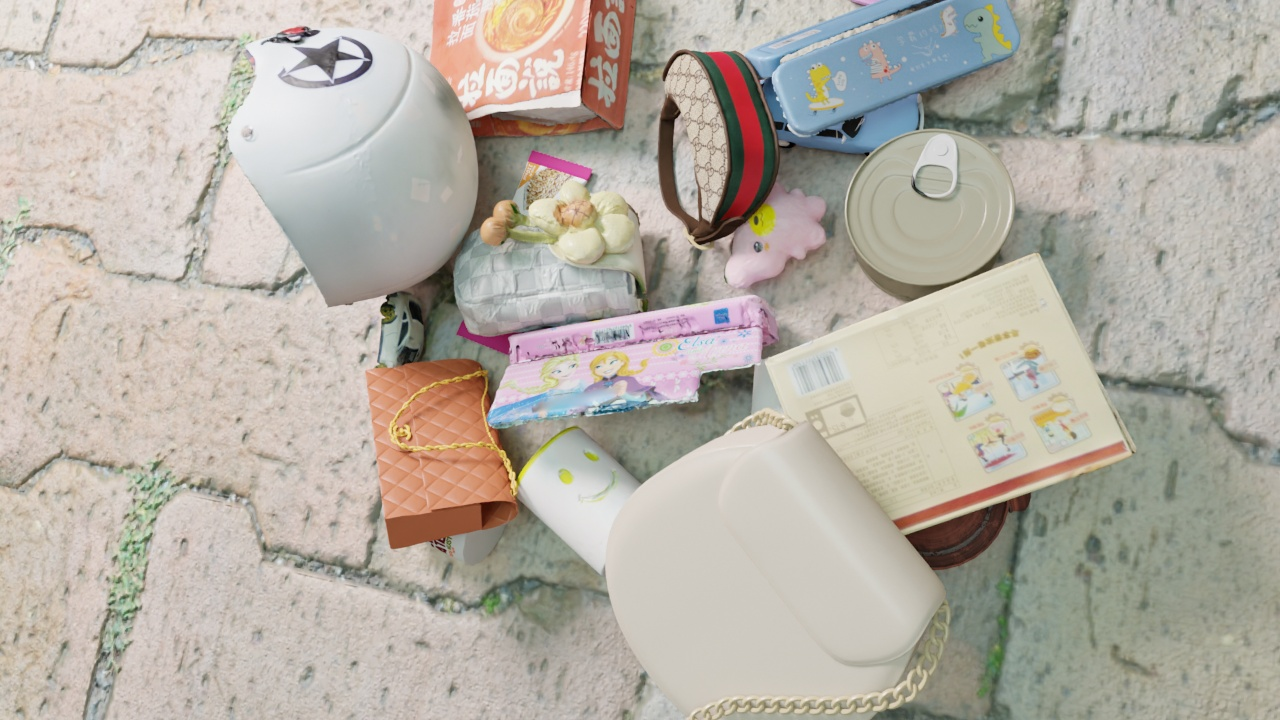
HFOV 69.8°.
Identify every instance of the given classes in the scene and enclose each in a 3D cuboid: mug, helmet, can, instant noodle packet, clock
[{"bbox_3d":[-0.044,0.121,0.792,0.106,0.082,0.082,40,93,18],"label":"mug"},{"bbox_3d":[-0.230,-0.187,0.825,0.164,0.237,0.263,-10,42,6],"label":"helmet"},{"bbox_3d":[0.235,-0.115,0.752,0.128,0.073,0.127,-3,80,16],"label":"can"},{"bbox_3d":[-0.169,0.122,0.840,0.090,0.074,0.105,21,62,19],"label":"mug"},{"bbox_3d":[-0.123,-0.305,0.910,0.221,0.084,0.164,1,82,28],"label":"instant noodle packet"},{"bbox_3d":[0.235,0.092,0.718,0.158,0.072,0.120,-46,72,6],"label":"clock"}]

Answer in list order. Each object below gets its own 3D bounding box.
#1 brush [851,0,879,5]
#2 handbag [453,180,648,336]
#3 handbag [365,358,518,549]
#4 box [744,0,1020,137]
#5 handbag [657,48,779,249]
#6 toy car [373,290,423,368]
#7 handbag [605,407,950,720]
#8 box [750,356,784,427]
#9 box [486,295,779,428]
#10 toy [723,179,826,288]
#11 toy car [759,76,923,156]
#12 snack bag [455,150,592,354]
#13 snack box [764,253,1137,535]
[{"bbox_3d":[0.162,-0.406,0.839,0.229,0.043,0.089,38,93,18],"label":"brush"},{"bbox_3d":[-0.085,-0.090,0.804,0.171,0.123,0.112,-10,51,6],"label":"handbag"},{"bbox_3d":[-0.176,0.069,0.803,0.108,0.060,0.171,-9,46,-16],"label":"handbag"},{"bbox_3d":[0.200,-0.266,0.761,0.209,0.049,0.120,-22,55,-4],"label":"box"},{"bbox_3d":[0.057,-0.181,0.797,0.063,0.139,0.166,-7,70,-25],"label":"handbag"},{"bbox_3d":[-0.231,-0.015,0.889,0.033,0.048,0.105,4,82,13],"label":"toy car"},{"bbox_3d":[0.079,0.159,0.629,0.209,0.103,0.210,-45,77,30],"label":"handbag"},{"bbox_3d":[0.161,0.035,0.748,0.144,0.083,0.136,-2,79,24],"label":"box"},{"bbox_3d":[-0.008,-0.009,0.766,0.231,0.158,0.066,-8,105,17],"label":"box"},{"bbox_3d":[0.115,-0.114,0.799,0.093,0.050,0.102,-2,81,25],"label":"toy"},{"bbox_3d":[0.167,-0.214,0.799,0.153,0.054,0.056,12,84,18],"label":"toy car"},{"bbox_3d":[-0.113,-0.105,0.885,0.070,0.016,0.196,22,87,17],"label":"snack bag"},{"bbox_3d":[0.215,0.034,0.663,0.207,0.055,0.153,-22,77,12],"label":"snack box"}]
